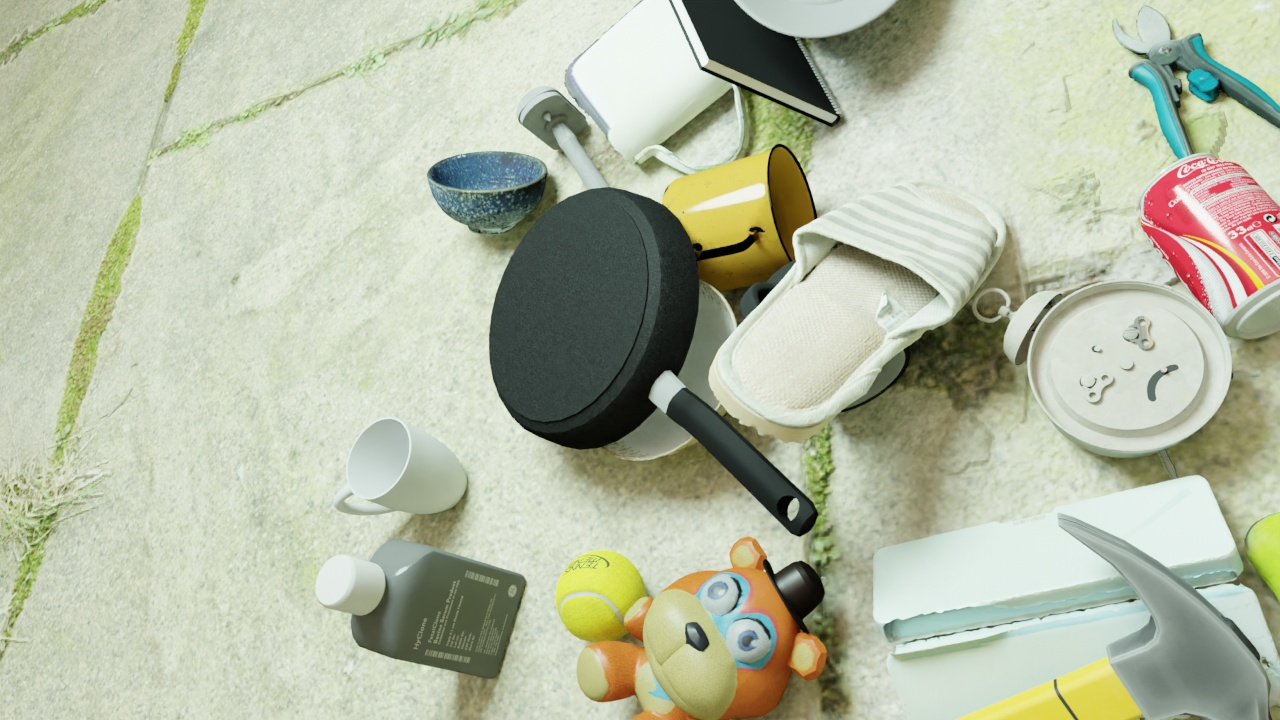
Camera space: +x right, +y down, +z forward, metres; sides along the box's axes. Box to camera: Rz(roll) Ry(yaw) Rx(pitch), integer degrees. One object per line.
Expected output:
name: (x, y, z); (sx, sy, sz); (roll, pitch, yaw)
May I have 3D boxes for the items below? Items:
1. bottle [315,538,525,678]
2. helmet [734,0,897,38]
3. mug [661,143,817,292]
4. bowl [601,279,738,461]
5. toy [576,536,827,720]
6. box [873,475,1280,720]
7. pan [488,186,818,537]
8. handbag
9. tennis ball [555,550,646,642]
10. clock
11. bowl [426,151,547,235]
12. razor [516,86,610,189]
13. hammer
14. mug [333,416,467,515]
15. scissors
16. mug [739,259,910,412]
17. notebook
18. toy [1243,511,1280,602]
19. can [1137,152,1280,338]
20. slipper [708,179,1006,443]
bottle: (-0.162, 0.179, 0.678); (0.046, 0.174, 0.083); (5, 70, 33)
helmet: (0.146, -0.349, 0.782); (0.183, 0.118, 0.270); (15, 70, 4)
mug: (0.072, -0.100, 0.703); (0.094, 0.100, 0.123); (-11, 20, 29)
bowl: (0.027, 0.013, 0.704); (0.145, 0.063, 0.145); (-16, 64, 34)
toy: (0.045, 0.192, 0.603); (0.176, 0.096, 0.112); (-35, 56, 0)
box: (0.240, 0.147, 0.530); (0.198, 0.074, 0.126); (-20, 78, 26)
pan: (-0.004, 0.003, 0.653); (0.355, 0.044, 0.204); (44, 109, 43)
handbag: (0.036, -0.234, 0.832); (0.151, 0.074, 0.176); (-38, 72, 13)
tennis ball: (-0.029, 0.171, 0.667); (0.065, 0.065, 0.065); (-14, 61, 26)
clock: (0.277, -0.001, 0.564); (0.157, 0.061, 0.103); (35, 90, 31)
bowl: (-0.146, -0.158, 0.894); (0.114, 0.061, 0.114); (0, 32, 0)
razor: (-0.060, -0.193, 0.868); (0.047, 0.088, 0.116); (-36, 73, 12)
hammer: (0.172, 0.217, 0.514); (0.325, 0.034, 0.170); (-35, 82, 22)
mug: (-0.209, 0.107, 0.795); (0.107, 0.089, 0.071); (-34, 54, 14)
scissors: (0.370, -0.185, 0.620); (0.156, 0.019, 0.124); (27, 82, 39)
mug: (0.120, -0.022, 0.639); (0.078, 0.113, 0.088); (-52, 46, 34)
notebook: (0.081, -0.290, 0.774); (0.016, 0.148, 0.206); (-47, 47, 37)
toy: (0.376, 0.111, 0.459); (0.092, 0.043, 0.117); (-42, 55, 5)
can: (0.350, -0.069, 0.547); (0.064, 0.064, 0.104); (-30, 55, 17)
slipper: (0.147, -0.048, 0.590); (0.114, 0.054, 0.271); (35, 56, 26)
